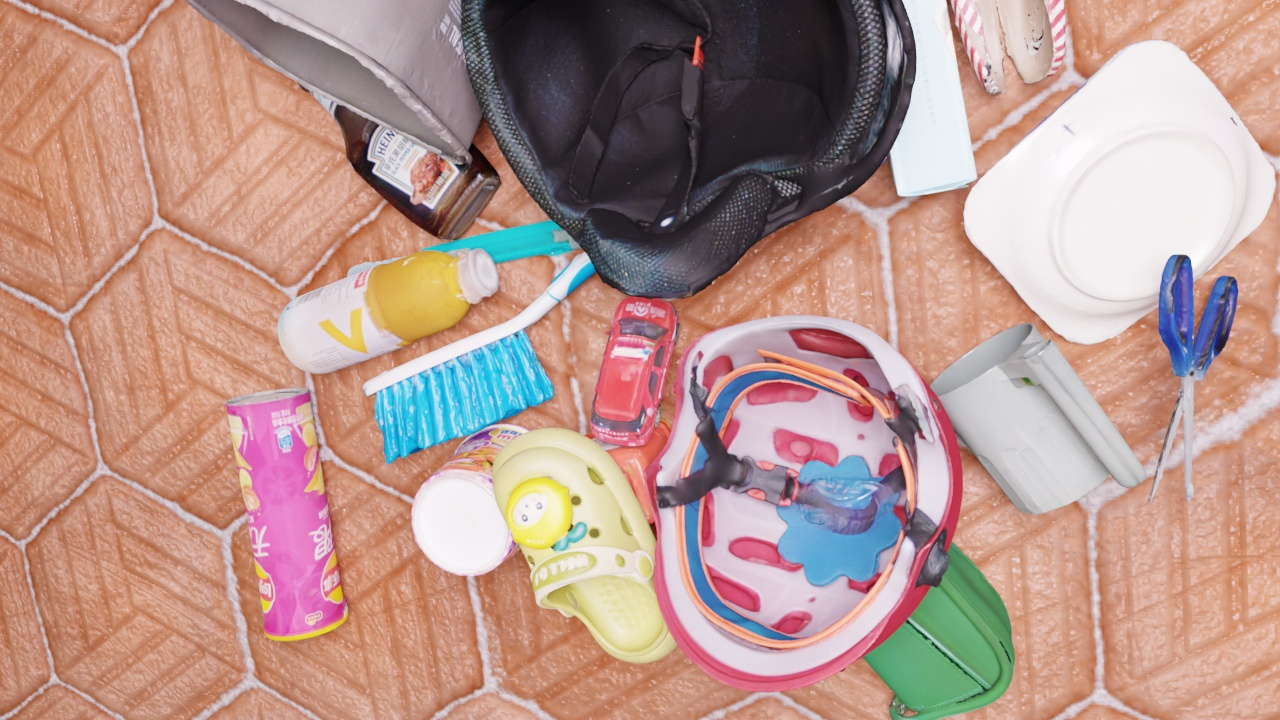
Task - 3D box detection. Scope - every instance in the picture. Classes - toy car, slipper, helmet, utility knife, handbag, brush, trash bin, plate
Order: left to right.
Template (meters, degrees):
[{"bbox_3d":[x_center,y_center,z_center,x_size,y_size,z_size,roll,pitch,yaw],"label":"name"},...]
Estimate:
[{"bbox_3d":[-0.163,-0.281,0.607,0.198,0.199,0.219,29,88,8],"label":"trash bin"},{"bbox_3d":[-0.146,-0.084,0.744,0.222,0.013,0.029,-9,97,18],"label":"utility knife"},{"bbox_3d":[-0.090,-0.017,0.724,0.315,0.060,0.109,-22,91,15],"label":"brush"},{"bbox_3d":[-0.037,0.136,0.637,0.092,0.081,0.190,-32,94,16],"label":"slipper"},{"bbox_3d":[-0.004,0.004,0.679,0.053,0.045,0.120,7,62,11],"label":"toy car"},{"bbox_3d":[0.029,-0.188,0.557,0.275,0.229,0.234,-2,130,24],"label":"helmet"},{"bbox_3d":[0.118,0.098,0.619,0.207,0.143,0.239,6,78,39],"label":"helmet"},{"bbox_3d":[0.200,0.195,0.679,0.120,0.067,0.131,-41,89,26],"label":"handbag"},{"bbox_3d":[0.306,-0.094,0.575,0.163,0.034,0.164,39,110,-19],"label":"plate"}]

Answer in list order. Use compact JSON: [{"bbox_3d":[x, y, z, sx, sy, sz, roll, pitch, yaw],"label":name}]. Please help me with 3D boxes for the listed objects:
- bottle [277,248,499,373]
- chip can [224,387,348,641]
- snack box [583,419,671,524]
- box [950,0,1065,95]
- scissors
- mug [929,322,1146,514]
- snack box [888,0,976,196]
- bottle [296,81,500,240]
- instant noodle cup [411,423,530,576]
[{"bbox_3d":[-0.201,-0.043,0.734,0.190,0.067,0.068,-17,95,21],"label":"bottle"},{"bbox_3d":[-0.308,0.132,0.800,0.071,0.071,0.210,-4,99,16],"label":"chip can"},{"bbox_3d":[-0.018,0.091,0.707,0.091,0.080,0.082,-15,96,18],"label":"snack box"},{"bbox_3d":[0.235,-0.256,0.580,0.081,0.074,0.163,-14,95,28],"label":"box"},{"bbox_3d":[0.341,0.006,0.570,0.012,0.162,0.176,9,134,47],"label":"scissors"},{"bbox_3d":[0.261,0.038,0.600,0.083,0.124,0.103,-37,91,-8],"label":"mug"},{"bbox_3d":[0.178,-0.195,0.601,0.052,0.074,0.175,-10,98,18],"label":"snack box"},{"bbox_3d":[-0.203,-0.182,0.726,0.195,0.044,0.080,42,104,5],"label":"bottle"},{"bbox_3d":[-0.123,0.114,0.732,0.112,0.099,0.111,2,99,14],"label":"instant noodle cup"}]
